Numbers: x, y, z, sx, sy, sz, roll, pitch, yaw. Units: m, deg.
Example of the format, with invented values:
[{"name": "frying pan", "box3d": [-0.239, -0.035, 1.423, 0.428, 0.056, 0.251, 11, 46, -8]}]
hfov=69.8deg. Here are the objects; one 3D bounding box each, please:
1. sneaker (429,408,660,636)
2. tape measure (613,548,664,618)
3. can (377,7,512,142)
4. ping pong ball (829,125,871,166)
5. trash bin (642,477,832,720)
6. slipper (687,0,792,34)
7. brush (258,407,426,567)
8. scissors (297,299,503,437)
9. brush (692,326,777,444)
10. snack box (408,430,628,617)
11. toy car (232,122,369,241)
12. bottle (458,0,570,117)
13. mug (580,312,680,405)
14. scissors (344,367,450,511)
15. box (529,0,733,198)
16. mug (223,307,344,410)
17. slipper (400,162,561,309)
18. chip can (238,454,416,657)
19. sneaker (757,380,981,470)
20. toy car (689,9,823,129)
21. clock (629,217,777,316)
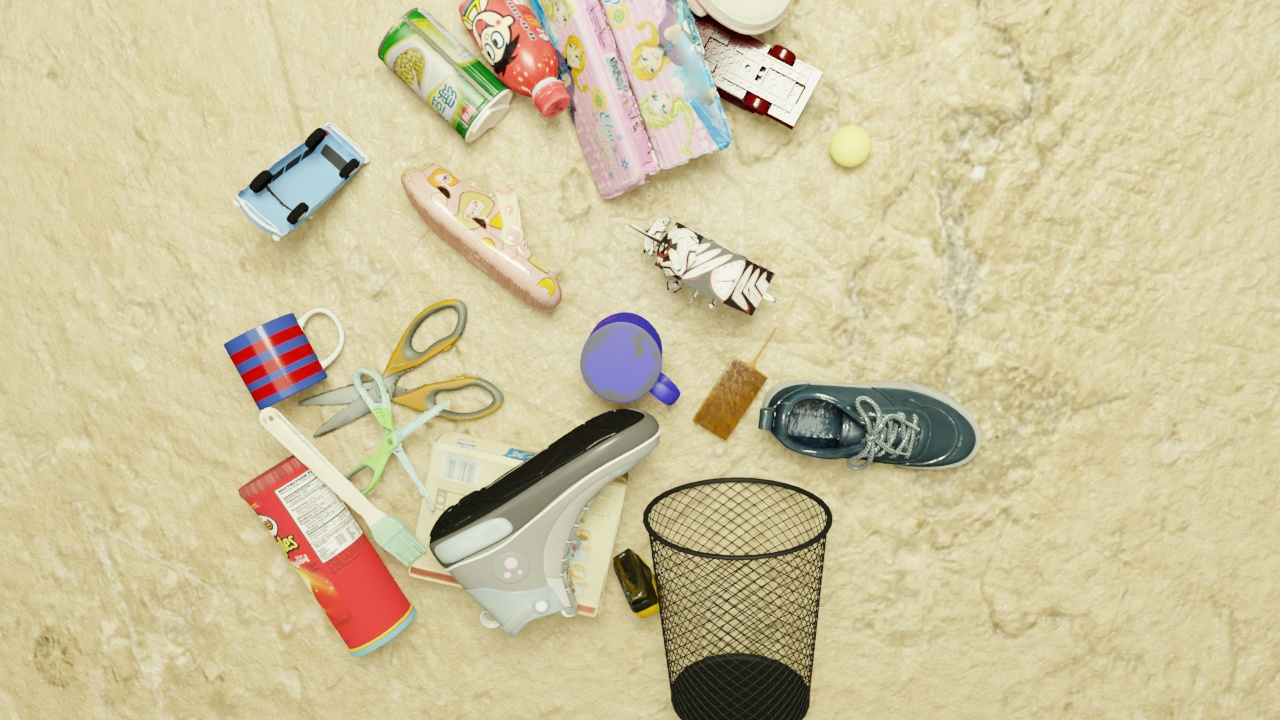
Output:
[{"name": "sneaker", "box3d": [-0.069, 0.166, 0.909, 0.257, 0.093, 0.160, -30, 106, 4]}, {"name": "tape measure", "box3d": [0.001, 0.240, 0.981, 0.037, 0.065, 0.064, -28, 135, 3]}, {"name": "can", "box3d": [-0.189, -0.277, 0.895, 0.121, 0.067, 0.067, 43, 98, -5]}, {"name": "ping pong ball", "box3d": [0.207, -0.212, 0.907, 0.040, 0.040, 0.040, 0, 100, 2]}, {"name": "trash bin", "box3d": [0.099, 0.251, 0.930, 0.184, 0.184, 0.210, -2, 105, 2]}, {"name": "slipper", "box3d": [0.051, -0.416, 0.856, 0.114, 0.054, 0.274, -27, 81, -10]}, {"name": "brush", "box3d": [-0.305, 0.128, 0.936, 0.033, 0.012, 0.217, -42, 100, 9]}, {"name": "scissors", "box3d": [-0.260, 0.014, 0.976, 0.225, 0.016, 0.175, -5, 100, 5]}, {"name": "brush", "box3d": [0.106, 0.023, 0.963, 0.048, 0.017, 0.126, 32, 99, -4]}, {"name": "snack box", "box3d": [-0.128, 0.173, 0.978, 0.207, 0.055, 0.153, 13, 100, -1]}, {"name": "toy car", "box3d": [-0.328, -0.172, 0.889, 0.056, 0.153, 0.055, 43, 135, -14]}, {"name": "bottle", "box3d": [-0.115, -0.294, 0.876, 0.062, 0.062, 0.137, -35, 78, 7]}, {"name": "mug", "box3d": [-0.006, 0.005, 0.930, 0.111, 0.083, 0.079, 39, 99, -5]}, {"name": "scissors", "box3d": [-0.259, 0.084, 0.955, 0.172, 0.021, 0.173, -36, 76, 20]}, {"name": "box", "box3d": [-0.022, -0.280, 0.860, 0.161, 0.061, 0.230, -13, 101, 40]}, {"name": "mug", "box3d": [-0.360, -0.007, 0.952, 0.111, 0.075, 0.076, -29, 99, -19]}, {"name": "slipper", "box3d": [-0.146, -0.134, 0.917, 0.197, 0.093, 0.081, 41, 79, -7]}, {"name": "chip can", "box3d": [-0.330, 0.202, 0.975, 0.087, 0.087, 0.213, -29, 99, 6]}, {"name": "sneaker", "box3d": [0.235, 0.068, 0.931, 0.235, 0.087, 0.089, 6, 100, 1]}, {"name": "toy car", "box3d": [0.087, -0.287, 0.885, 0.170, 0.061, 0.070, 30, 99, 7]}, {"name": "clock", "box3d": [0.052, -0.090, 0.892, 0.154, 0.114, 0.065, 24, 100, -20]}]
